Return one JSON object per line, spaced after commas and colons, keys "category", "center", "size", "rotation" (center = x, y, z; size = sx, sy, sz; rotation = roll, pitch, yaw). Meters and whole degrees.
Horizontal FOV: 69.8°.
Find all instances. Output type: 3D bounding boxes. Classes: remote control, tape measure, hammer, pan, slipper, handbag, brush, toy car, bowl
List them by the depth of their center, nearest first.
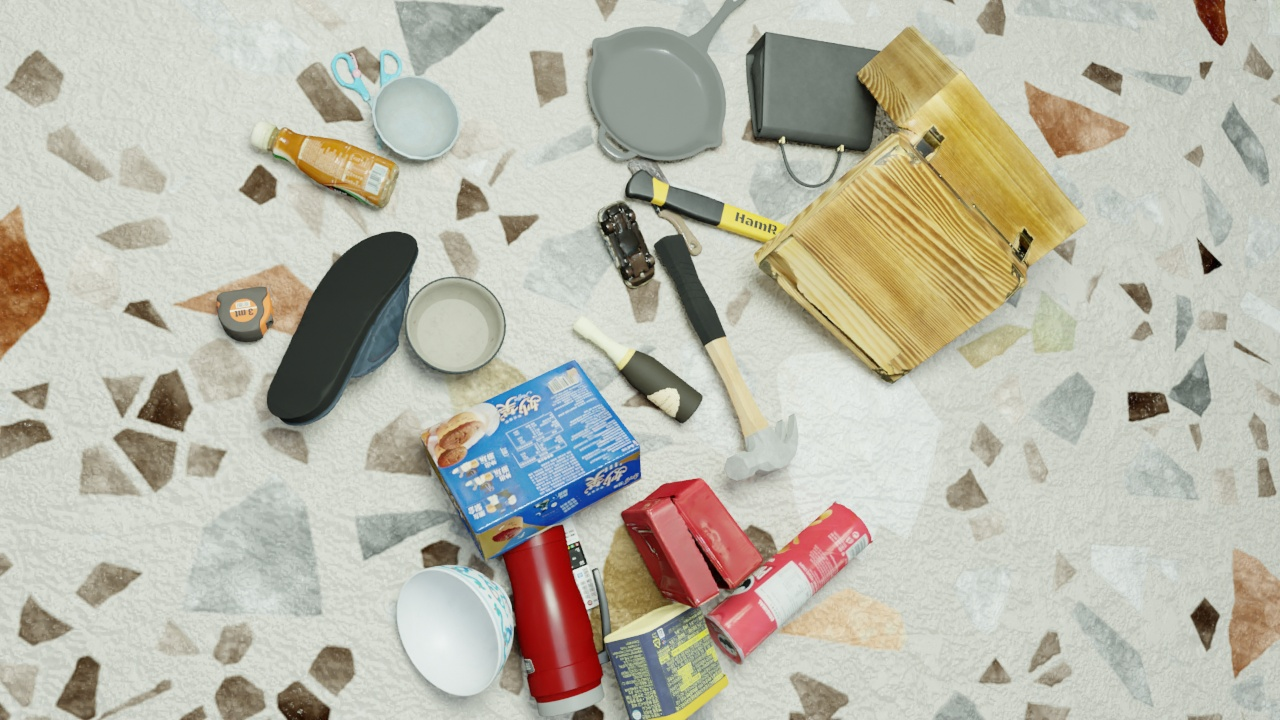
{"category": "bowl", "center": [-0.190, 0.285, 1.014], "size": [0.074, 0.144, 0.144], "rotation": [-20, 84, -58]}
{"category": "tape measure", "center": [-0.446, -0.050, 1.042], "size": [0.058, 0.038, 0.058], "rotation": [-13, 69, -18]}
{"category": "slipper", "center": [-0.326, -0.029, 1.055], "size": [0.109, 0.083, 0.264], "rotation": [5, 59, 24]}
{"category": "bowl", "center": [-0.221, -0.036, 1.088], "size": [0.115, 0.059, 0.115], "rotation": [3, 78, -15]}
{"category": "remote control", "center": [-0.081, 0.237, 1.099], "size": [0.028, 0.012, 0.124], "rotation": [-19, 85, -18]}
{"category": "bowl", "center": [-0.278, -0.292, 1.129], "size": [0.106, 0.039, 0.106], "rotation": [4, 81, -23]}
{"category": "hammer", "center": [0.102, -0.010, 1.167], "size": [0.130, 0.039, 0.328], "rotation": [-15, 77, -45]}
{"category": "toy car", "center": [-0.019, -0.148, 1.180], "size": [0.048, 0.040, 0.113], "rotation": [-29, 106, -19]}
{"category": "brush", "center": [0.037, -0.204, 1.217], "size": [0.038, 0.012, 0.151], "rotation": [-31, 89, -19]}
{"category": "hammer", "center": [0.133, -0.181, 1.223], "size": [0.324, 0.034, 0.169], "rotation": [17, 77, -15]}
{"category": "pan", "center": [0.056, -0.404, 1.255], "size": [0.216, 0.024, 0.353], "rotation": [38, 72, -5]}
{"category": "handbag", "center": [0.240, -0.335, 1.274], "size": [0.175, 0.072, 0.195], "rotation": [4, 82, -15]}

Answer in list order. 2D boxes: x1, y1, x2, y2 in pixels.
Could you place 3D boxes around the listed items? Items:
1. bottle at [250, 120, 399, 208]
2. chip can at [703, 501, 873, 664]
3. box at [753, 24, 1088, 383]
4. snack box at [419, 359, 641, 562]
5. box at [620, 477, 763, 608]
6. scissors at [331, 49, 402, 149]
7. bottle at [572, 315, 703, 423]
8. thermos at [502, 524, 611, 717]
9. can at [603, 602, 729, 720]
{"category": "bottle", "center": [-0.373, -0.237, 1.085], "size": [0.167, 0.059, 0.059], "rotation": [21, 74, -11]}
{"category": "chip can", "center": [0.184, 0.270, 1.135], "size": [0.232, 0.073, 0.073], "rotation": [-36, 90, -20]}
{"category": "box", "center": [0.347, -0.195, 1.212], "size": [0.337, 0.285, 0.279], "rotation": [-41, 115, 21]}
{"category": "snack box", "center": [-0.124, 0.109, 1.046], "size": [0.202, 0.069, 0.155], "rotation": [-26, 55, -19]}
{"category": "box", "center": [0.054, 0.208, 1.067], "size": [0.097, 0.158, 0.129], "rotation": [-32, 90, -16]}
{"category": "scissors", "center": [-0.319, -0.330, 1.147], "size": [0.095, 0.015, 0.142], "rotation": [-30, 95, -19]}
{"category": "bottle", "center": [-0.007, 0.007, 1.146], "size": [0.184, 0.045, 0.045], "rotation": [38, 72, -6]}
{"category": "thermos", "center": [-0.090, 0.291, 1.046], "size": [0.108, 0.084, 0.198], "rotation": [-13, 81, -11]}
{"category": "can", "center": [0.029, 0.344, 1.047], "size": [0.135, 0.075, 0.104], "rotation": [-5, 75, -58]}
